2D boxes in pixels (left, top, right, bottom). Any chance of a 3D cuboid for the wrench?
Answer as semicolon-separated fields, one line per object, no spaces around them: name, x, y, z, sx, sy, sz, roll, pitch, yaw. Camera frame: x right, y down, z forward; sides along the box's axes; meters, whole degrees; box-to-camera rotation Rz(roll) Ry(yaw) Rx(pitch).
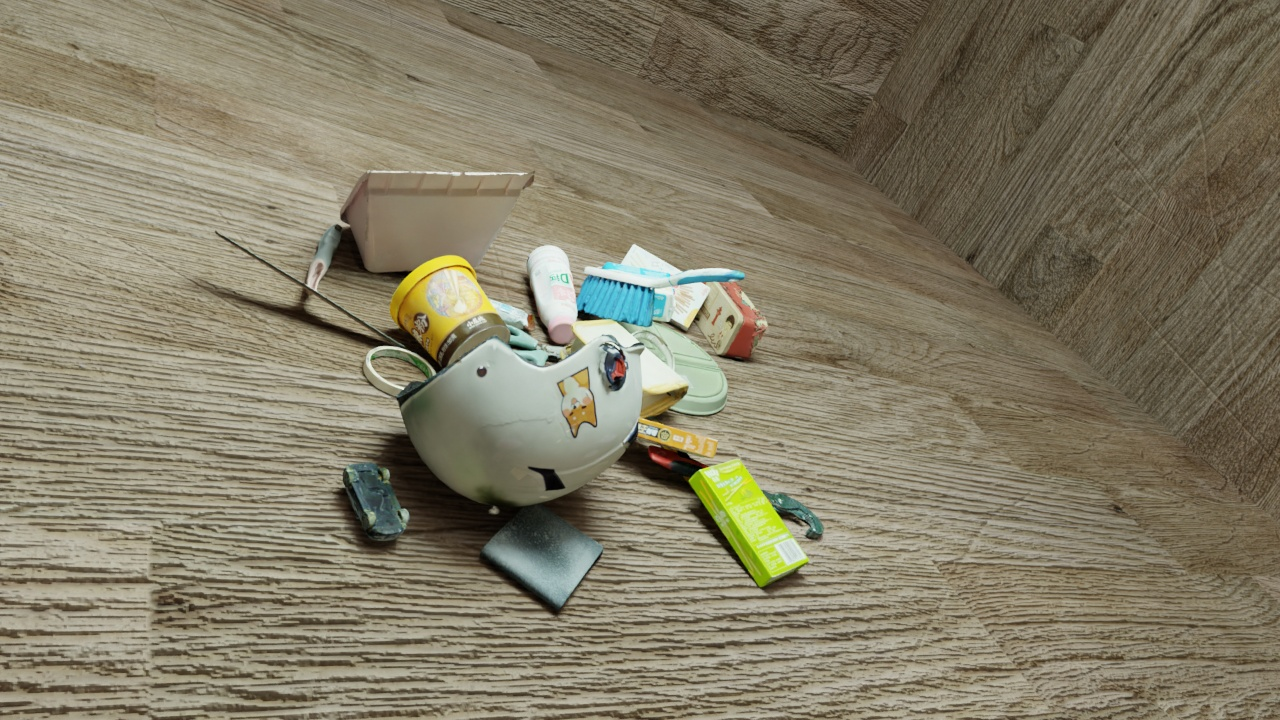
wrench;0.126;0.167;1.190;0.273;0.016;0.056;26;26;-19

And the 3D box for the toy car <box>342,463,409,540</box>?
toy car;-0.254;0.135;0.870;0.042;0.034;0.090;4;37;-46

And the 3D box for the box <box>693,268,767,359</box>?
box;0.155;-0.082;1.609;0.080;0.091;0.168;9;32;-31

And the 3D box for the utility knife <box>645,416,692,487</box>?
utility knife;0.044;0.117;1.221;0.033;0.015;0.195;7;33;-44

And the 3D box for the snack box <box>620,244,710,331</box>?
snack box;0.033;-0.126;1.581;0.157;0.084;0.027;30;-15;2

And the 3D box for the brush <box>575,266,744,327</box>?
brush;0.018;-0.099;1.344;0.315;0.109;0.060;17;7;43

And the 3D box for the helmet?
helmet;-0.110;0.071;0.961;0.273;0.231;0.156;-2;77;-42

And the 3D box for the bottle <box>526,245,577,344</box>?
bottle;-0.130;-0.098;1.385;0.068;0.068;0.196;16;32;-25

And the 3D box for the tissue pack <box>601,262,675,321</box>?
tissue pack;-0.009;-0.111;1.510;0.140;0.063;0.089;8;30;-7

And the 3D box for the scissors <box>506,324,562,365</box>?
scissors;-0.163;-0.026;1.275;0.132;0.019;0.185;42;27;24

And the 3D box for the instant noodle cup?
instant noodle cup;-0.232;-0.049;1.143;0.114;0.119;0.118;49;31;20

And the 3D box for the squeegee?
squeegee;-0.409;-0.122;1.177;0.247;0.040;0.249;34;16;-24

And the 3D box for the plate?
plate;0.036;0.002;1.411;0.230;0.028;0.229;22;27;-12

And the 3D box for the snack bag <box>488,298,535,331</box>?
snack bag;-0.199;-0.068;1.301;0.104;0.026;0.048;19;25;-20

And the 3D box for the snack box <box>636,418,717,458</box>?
snack box;0.016;0.092;1.164;0.153;0.026;0.075;16;-7;-8

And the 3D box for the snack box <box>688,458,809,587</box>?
snack box;0.132;0.195;1.120;0.085;0.026;0.156;-8;56;-49

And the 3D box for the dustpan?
dustpan;-0.300;-0.221;1.258;0.222;0.274;0.138;-4;59;-31

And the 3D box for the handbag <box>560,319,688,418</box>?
handbag;-0.008;0.008;1.291;0.163;0.063;0.178;41;30;24

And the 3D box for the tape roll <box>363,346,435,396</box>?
tape roll;-0.283;0.014;1.083;0.085;0.014;0.085;23;26;-12

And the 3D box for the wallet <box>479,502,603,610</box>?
wallet;-0.097;0.195;0.938;0.097;0.019;0.120;34;25;6
